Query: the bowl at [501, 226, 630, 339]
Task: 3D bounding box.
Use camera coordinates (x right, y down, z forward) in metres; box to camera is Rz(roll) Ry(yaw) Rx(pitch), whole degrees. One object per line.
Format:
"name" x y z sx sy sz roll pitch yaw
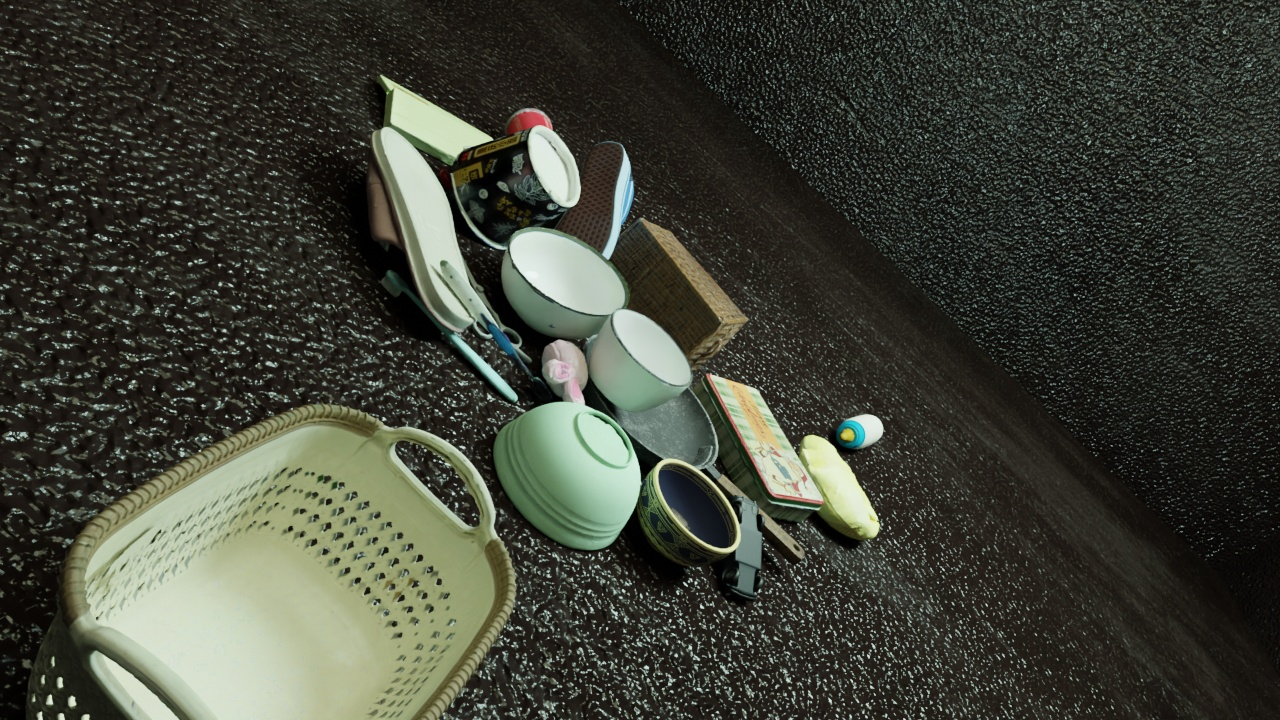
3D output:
"bowl" -0.096 -0.080 1.063 0.153 0.073 0.153 23 34 -17

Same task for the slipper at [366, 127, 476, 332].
"slipper" -0.237 -0.136 0.957 0.114 0.054 0.274 38 24 -55

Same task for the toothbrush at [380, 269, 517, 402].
"toothbrush" -0.189 -0.022 0.916 0.180 0.017 0.016 44 23 -3

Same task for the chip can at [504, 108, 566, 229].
"chip can" -0.141 -0.271 1.318 0.073 0.073 0.232 24 32 -37

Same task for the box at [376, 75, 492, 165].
"box" -0.263 -0.313 1.239 0.187 0.044 0.141 24 29 -37

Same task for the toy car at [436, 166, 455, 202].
"toy car" -0.217 -0.218 1.164 0.091 0.036 0.042 21 33 -52

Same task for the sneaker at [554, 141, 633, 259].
"sneaker" -0.056 -0.168 1.211 0.098 0.083 0.240 67 35 -56

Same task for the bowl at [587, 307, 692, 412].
"bowl" -0.006 0.006 1.005 0.116 0.066 0.116 34 26 -20

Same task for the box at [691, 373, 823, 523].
"box" 0.146 0.112 1.181 0.117 0.050 0.205 21 32 -43

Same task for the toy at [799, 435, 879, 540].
"toy" 0.264 0.167 1.254 0.154 0.065 0.170 33 26 -37

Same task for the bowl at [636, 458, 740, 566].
"bowl" 0.038 0.161 0.916 0.112 0.061 0.112 35 26 -20

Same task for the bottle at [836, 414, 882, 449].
"bottle" 0.348 0.117 1.478 0.051 0.051 0.146 53 26 19

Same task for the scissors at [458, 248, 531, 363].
"scissors" -0.168 -0.065 1.017 0.094 0.014 0.170 23 35 -35

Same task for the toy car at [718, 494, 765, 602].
"toy car" 0.106 0.199 0.973 0.046 0.034 0.112 26 55 -31

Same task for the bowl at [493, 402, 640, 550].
"bowl" -0.056 0.095 0.860 0.151 0.077 0.150 35 27 -21

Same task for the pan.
"pan" 0.057 0.110 1.060 0.357 0.040 0.207 47 24 5

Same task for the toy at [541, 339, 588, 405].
"toy" -0.079 0.014 0.969 0.110 0.047 0.063 -100 166 -69

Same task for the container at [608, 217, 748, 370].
"container" 0.038 -0.084 1.246 0.198 0.114 0.112 53 22 16

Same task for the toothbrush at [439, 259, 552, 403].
"toothbrush" -0.144 -0.027 0.925 0.189 0.016 0.017 55 6 -26

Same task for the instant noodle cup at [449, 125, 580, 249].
"instant noodle cup" -0.146 -0.219 1.123 0.137 0.112 0.137 41 39 -45

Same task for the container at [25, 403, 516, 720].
"container" -0.190 0.141 0.497 0.184 0.143 0.245 44 24 1
